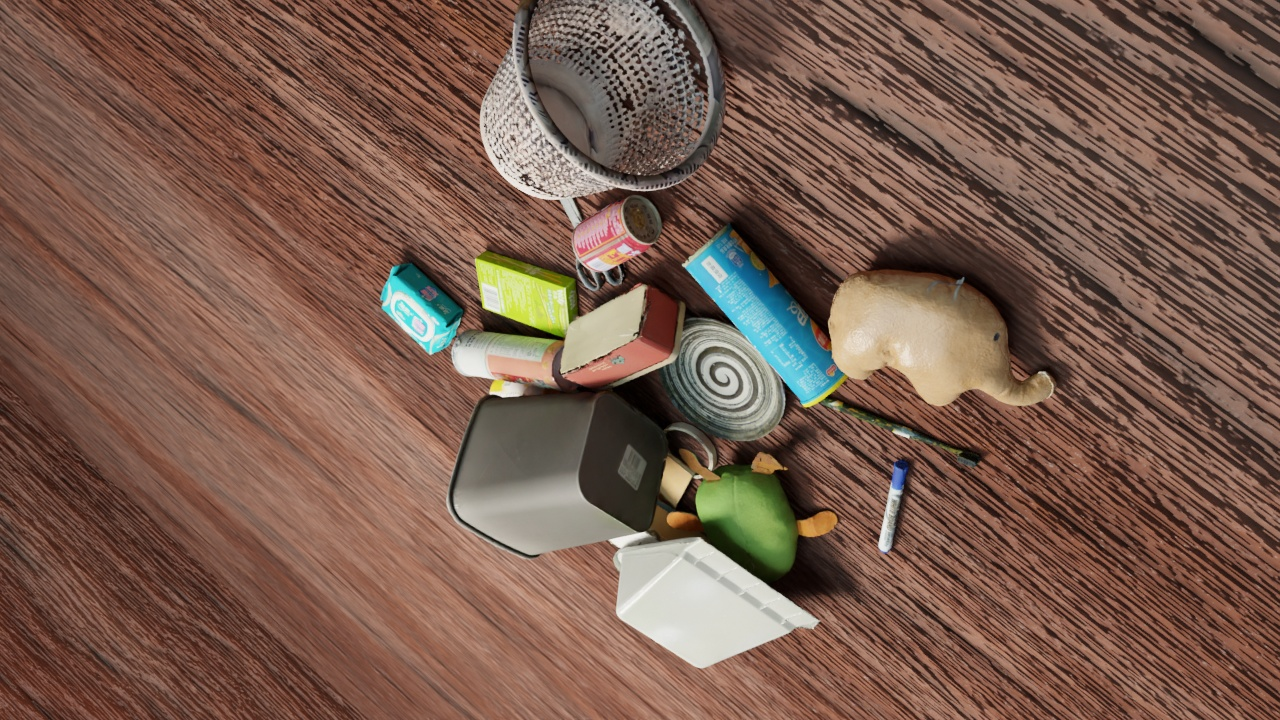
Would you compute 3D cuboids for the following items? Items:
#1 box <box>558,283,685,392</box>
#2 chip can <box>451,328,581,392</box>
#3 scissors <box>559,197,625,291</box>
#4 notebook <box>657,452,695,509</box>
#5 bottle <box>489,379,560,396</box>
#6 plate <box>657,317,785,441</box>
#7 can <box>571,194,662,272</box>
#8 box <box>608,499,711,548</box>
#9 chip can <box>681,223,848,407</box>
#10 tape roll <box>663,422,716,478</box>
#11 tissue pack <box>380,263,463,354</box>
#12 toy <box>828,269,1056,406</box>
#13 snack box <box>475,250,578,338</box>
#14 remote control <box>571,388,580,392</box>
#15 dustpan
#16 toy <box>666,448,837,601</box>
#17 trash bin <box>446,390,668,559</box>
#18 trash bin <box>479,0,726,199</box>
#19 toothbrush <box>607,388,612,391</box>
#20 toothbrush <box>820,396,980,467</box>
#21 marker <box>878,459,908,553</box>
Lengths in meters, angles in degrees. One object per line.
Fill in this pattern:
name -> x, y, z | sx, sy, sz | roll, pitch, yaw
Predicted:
box -> -0.031, -0.030, 1.134 | 0.080, 0.091, 0.169 | 27, 148, -31
chip can -> -0.171, -0.002, 1.288 | 0.215, 0.071, 0.071 | 7, 126, 41
scissors -> -0.081, -0.163, 1.143 | 0.172, 0.014, 0.147 | 38, 137, 9
notebook -> -0.009, 0.172, 1.339 | 0.149, 0.012, 0.212 | 37, 142, 13
bottle -> -0.168, 0.048, 1.343 | 0.109, 0.063, 0.063 | -2, 120, 38
plate -> 0.100, 0.022, 1.134 | 0.179, 0.024, 0.180 | 20, 131, 25
can -> -0.027, -0.148, 1.071 | 0.094, 0.066, 0.066 | -21, 107, 47
box -> 0.030, 0.256, 1.322 | 0.184, 0.061, 0.090 | 33, 141, -10
chip can -> 0.140, -0.049, 1.009 | 0.210, 0.071, 0.071 | 49, 139, -2
tape roll -> 0.064, 0.123, 1.248 | 0.086, 0.013, 0.086 | 22, 133, 25
tissue pack -> -0.334, -0.079, 1.389 | 0.133, 0.050, 0.093 | 43, 139, 5
toy -> 0.295, -0.019, 0.905 | 0.226, 0.082, 0.144 | 19, 137, 23
snack box -> -0.154, -0.090, 1.251 | 0.156, 0.026, 0.086 | 20, 133, 27
remote control -> -0.105, 0.095, 1.361 | 0.056, 0.019, 0.135 | 43, 139, 3
dustpan -> 0.078, 0.312, 1.282 | 0.222, 0.142, 0.258 | 37, 122, -19
toy -> 0.140, 0.204, 1.195 | 0.227, 0.089, 0.247 | -2, 125, 24
trash bin -> -0.100, 0.146, 1.221 | 0.220, 0.198, 0.198 | -12, 143, 37
trash bin -> -0.059, -0.257, 0.922 | 0.227, 0.226, 0.193 | 57, 150, -12
toothbrush -> -0.007, 0.007, 1.214 | 0.190, 0.029, 0.020 | -43, 50, 47
toothbrush -> 0.287, 0.078, 1.027 | 0.186, 0.017, 0.012 | 23, 128, 25
marker -> 0.301, 0.177, 1.094 | 0.017, 0.016, 0.146 | 21, 133, 26
